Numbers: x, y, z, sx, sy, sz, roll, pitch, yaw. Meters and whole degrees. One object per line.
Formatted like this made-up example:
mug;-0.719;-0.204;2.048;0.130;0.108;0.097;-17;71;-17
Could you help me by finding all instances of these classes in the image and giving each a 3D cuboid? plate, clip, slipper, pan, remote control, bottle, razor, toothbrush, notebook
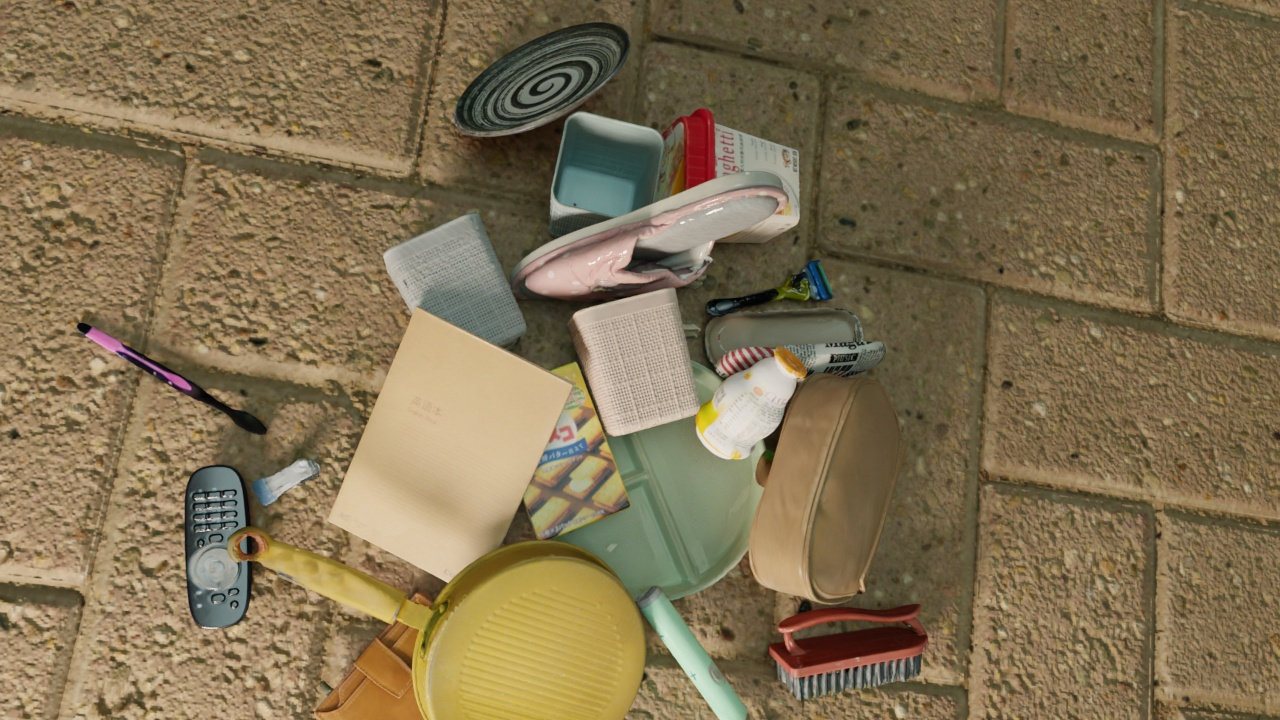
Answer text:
plate;0.007;0.106;0.851;0.230;0.027;0.230;2;80;-10
clip;-0.309;0.105;0.798;0.057;0.028;0.024;-27;84;-4
plate;-0.089;-0.255;0.850;0.179;0.179;0.024;-39;132;-14
slipper;0.002;-0.090;0.787;0.275;0.114;0.054;-18;76;30
pan;-0.159;0.215;0.750;0.357;0.078;0.197;27;85;-24
remote control;-0.357;0.157;0.778;0.053;0.024;0.136;-4;82;-12
clip;0.021;-0.048;0.878;0.099;0.035;0.098;-21;83;-9
bottle;0.099;0.037;0.813;0.063;0.063;0.109;40;114;-1
razor;0.123;-0.062;0.895;0.142;0.022;0.042;-16;76;-25
toothbrush;0.068;0.295;0.818;0.224;0.027;0.026;55;35;-7
notebook;-0.164;0.080;0.782;0.149;0.012;0.212;26;102;3
toothbrush;-0.408;0.017;0.802;0.189;0.018;0.014;30;75;0

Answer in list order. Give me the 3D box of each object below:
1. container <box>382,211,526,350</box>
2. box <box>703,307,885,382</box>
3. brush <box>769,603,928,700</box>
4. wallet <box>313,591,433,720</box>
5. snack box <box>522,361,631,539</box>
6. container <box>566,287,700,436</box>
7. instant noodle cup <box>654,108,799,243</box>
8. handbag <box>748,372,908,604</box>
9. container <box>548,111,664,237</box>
container;-0.162;-0.055;0.819;0.090;0.090;0.114;-26;88;-13
box;0.147;-0.017;0.869;0.162;0.086;0.075;-1;84;-13
brush;0.196;0.260;0.839;0.145;0.063;0.069;-5;94;-12
wallet;-0.199;0.277;0.784;0.119;0.035;0.130;42;75;-7
snack box;-0.073;0.081;0.812;0.087;0.034;0.140;-20;82;-12
container;-0.005;0.005;0.808;0.089;0.090;0.111;-14;87;-12
instant noodle cup;0.079;-0.164;0.874;0.124;0.117;0.116;4;79;-21
handbag;0.169;0.117;0.835;0.147;0.100;0.204;36;70;-43
container;-0.036;-0.158;0.847;0.090;0.112;0.090;12;78;-7
